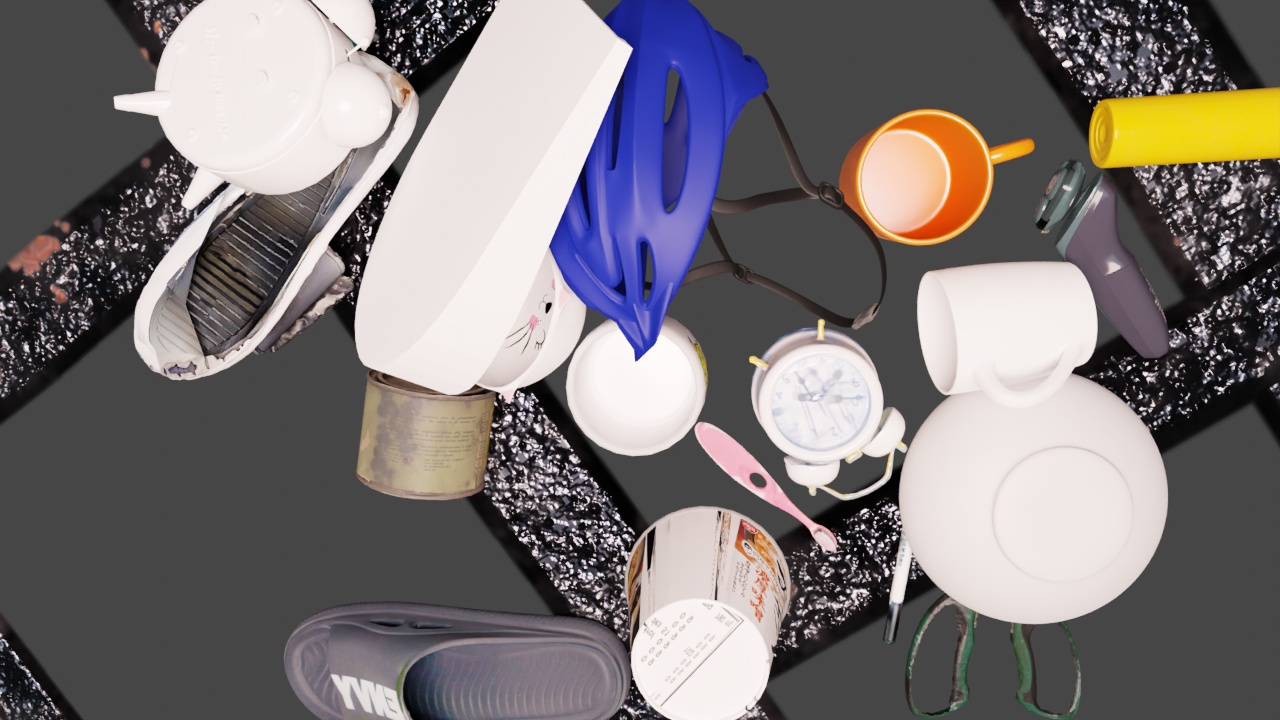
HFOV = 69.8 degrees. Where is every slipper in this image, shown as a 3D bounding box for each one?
[{"bbox_3d":[-0.245,-0.092,0.642,0.111,0.063,0.264,34,90,19],"label":"slipper"},{"bbox_3d":[-0.143,0.247,0.683,0.268,0.083,0.111,-1,101,5],"label":"slipper"}]

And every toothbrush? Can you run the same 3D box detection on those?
[{"bbox_3d":[0.091,0.091,0.661,0.135,0.016,0.022,41,100,-2],"label":"toothbrush"}]

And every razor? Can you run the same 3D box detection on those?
[{"bbox_3d":[0.306,-0.064,0.597,0.052,0.047,0.143,-31,98,35],"label":"razor"}]

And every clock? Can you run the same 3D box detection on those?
[{"bbox_3d":[0.129,0.037,0.631,0.089,0.052,0.125,-30,98,9],"label":"clock"},{"bbox_3d":[-0.244,-0.176,0.586,0.161,0.073,0.125,-16,77,11],"label":"clock"}]

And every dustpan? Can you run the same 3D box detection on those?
[{"bbox_3d":[-0.092,-0.100,0.565,0.053,0.191,0.258,23,114,-33],"label":"dustpan"}]

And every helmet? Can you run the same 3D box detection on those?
[{"bbox_3d":[0.048,-0.109,0.570,0.227,0.148,0.241,16,70,-12],"label":"helmet"}]

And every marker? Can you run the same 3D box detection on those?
[{"bbox_3d":[0.191,0.133,0.659,0.011,0.011,0.152,8,101,5],"label":"marker"}]

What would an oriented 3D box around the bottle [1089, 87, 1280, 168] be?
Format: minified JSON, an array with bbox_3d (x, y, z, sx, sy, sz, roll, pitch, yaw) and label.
[{"bbox_3d":[0.364,-0.146,0.574,0.144,0.043,0.043,-2,99,7],"label":"bottle"}]

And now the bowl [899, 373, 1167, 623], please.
[{"bbox_3d":[0.267,0.095,0.606,0.176,0.066,0.176,0,95,2],"label":"bowl"}]

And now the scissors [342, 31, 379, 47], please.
[{"bbox_3d":[-0.248,-0.239,0.641,0.126,0.019,0.155,38,103,1],"label":"scissors"}]

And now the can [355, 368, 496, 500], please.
[{"bbox_3d":[-0.149,0.047,0.643,0.090,0.089,0.074,10,100,5],"label":"can"}]

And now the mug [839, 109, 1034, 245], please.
[{"bbox_3d":[0.185,-0.118,0.572,0.113,0.095,0.077,-17,97,9],"label":"mug"}]

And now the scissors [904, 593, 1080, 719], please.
[{"bbox_3d":[0.233,0.172,0.660,0.137,0.015,0.210,-14,97,11],"label":"scissors"}]

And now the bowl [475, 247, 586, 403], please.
[{"bbox_3d":[-0.078,-0.035,0.626,0.115,0.050,0.114,-7,80,42],"label":"bowl"}]

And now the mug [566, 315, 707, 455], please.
[{"bbox_3d":[-0.004,0.004,0.629,0.094,0.068,0.115,-13,98,9],"label":"mug"}]

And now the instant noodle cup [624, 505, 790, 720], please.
[{"bbox_3d":[0.043,0.178,0.627,0.124,0.121,0.124,1,100,6],"label":"instant noodle cup"}]

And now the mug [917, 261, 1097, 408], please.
[{"bbox_3d":[0.236,-0.013,0.579,0.087,0.114,0.081,-8,130,2],"label":"mug"}]
